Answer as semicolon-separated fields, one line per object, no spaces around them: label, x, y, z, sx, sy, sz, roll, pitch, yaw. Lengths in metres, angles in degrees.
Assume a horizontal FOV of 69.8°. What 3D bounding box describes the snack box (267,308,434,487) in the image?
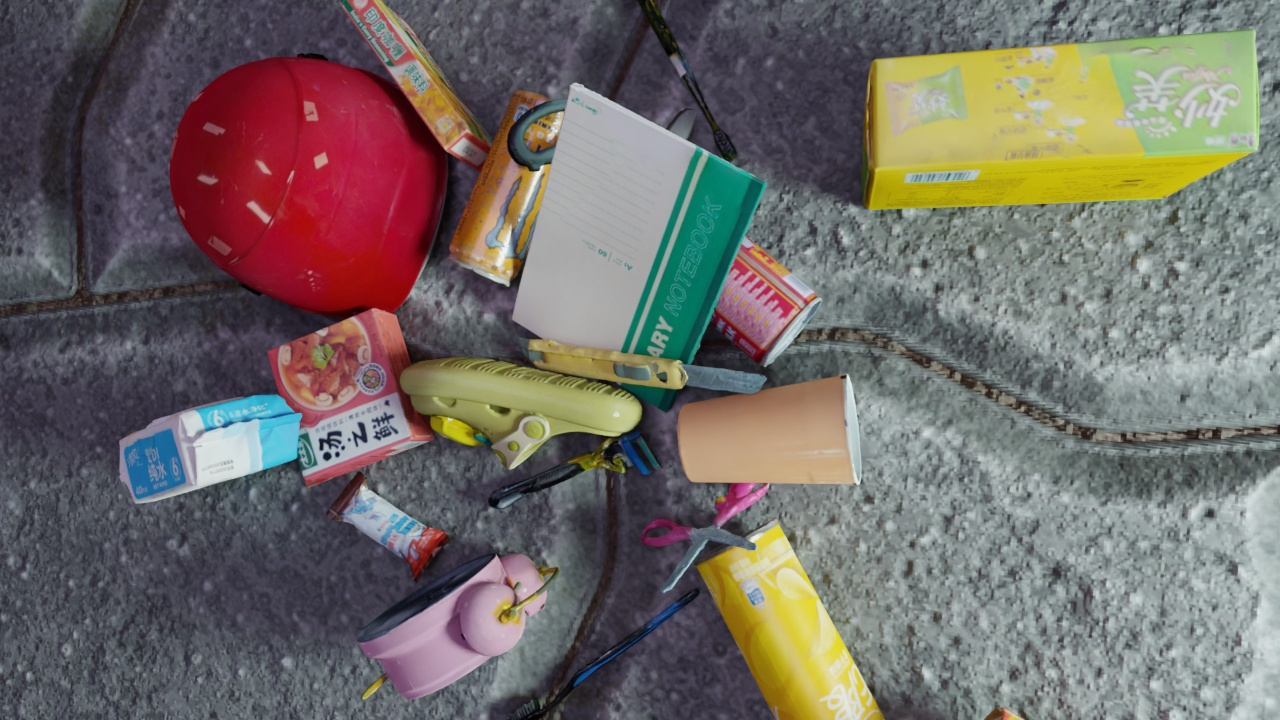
snack box;-0.249;0.033;0.757;0.127;0.044;0.113;-21;82;12

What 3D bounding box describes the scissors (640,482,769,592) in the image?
scissors;0.043;0.122;0.659;0.135;0.133;0.017;-15;110;41

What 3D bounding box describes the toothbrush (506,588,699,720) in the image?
toothbrush;-0.031;0.231;0.711;0.190;0.014;0.016;-39;56;8

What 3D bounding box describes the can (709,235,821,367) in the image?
can;0.076;-0.049;0.673;0.094;0.066;0.066;41;96;12

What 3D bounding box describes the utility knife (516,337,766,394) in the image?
utility knife;-0.004;0.004;0.692;0.213;0.022;0.031;5;127;24

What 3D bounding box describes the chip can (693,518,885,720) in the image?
chip can;0.118;0.221;0.647;0.072;0.072;0.213;-29;80;10

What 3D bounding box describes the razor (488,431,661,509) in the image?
razor;-0.056;0.088;0.721;0.143;0.022;0.043;-21;126;15

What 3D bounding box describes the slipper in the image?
slipper;-0.095;0.044;0.699;0.191;0.091;0.081;9;91;11

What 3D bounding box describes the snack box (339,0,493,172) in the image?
snack box;-0.174;-0.223;0.737;0.027;0.077;0.155;-38;79;8

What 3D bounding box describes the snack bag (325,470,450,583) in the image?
snack bag;-0.207;0.135;0.751;0.104;0.026;0.048;34;82;12

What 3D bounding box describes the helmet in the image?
helmet;-0.284;-0.148;0.728;0.240;0.143;0.207;19;93;15

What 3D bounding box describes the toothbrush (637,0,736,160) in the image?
toothbrush;0.028;-0.238;0.721;0.012;0.017;0.185;-29;81;13

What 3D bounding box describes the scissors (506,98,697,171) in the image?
scissors;-0.028;-0.131;0.699;0.179;0.019;0.170;26;95;-12

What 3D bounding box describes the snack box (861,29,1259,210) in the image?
snack box;0.251;-0.146;0.591;0.210;0.157;0.070;-1;90;13

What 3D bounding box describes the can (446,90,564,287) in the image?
can;-0.100;-0.135;0.724;0.058;0.058;0.146;24;92;13

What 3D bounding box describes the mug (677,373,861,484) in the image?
mug;0.093;0.054;0.663;0.123;0.078;0.078;-6;85;18

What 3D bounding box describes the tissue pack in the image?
tissue pack;-0.345;0.068;0.733;0.140;0.089;0.063;-16;89;38

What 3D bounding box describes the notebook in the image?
notebook;-0.011;-0.073;0.663;0.150;0.012;0.210;30;130;12

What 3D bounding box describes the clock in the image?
clock;-0.130;0.191;0.686;0.159;0.117;0.060;-30;91;12

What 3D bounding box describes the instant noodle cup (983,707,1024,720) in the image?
instant noodle cup;0.248;0.301;0.586;0.108;0.137;0.138;34;95;21
